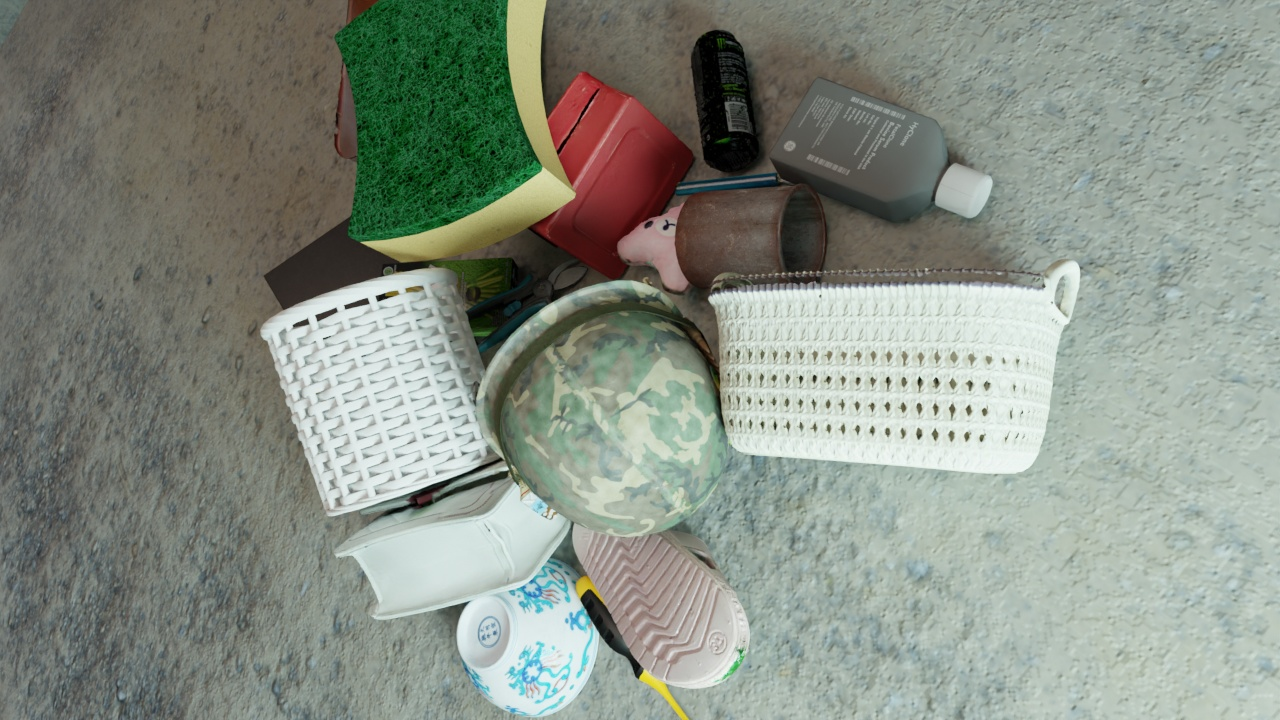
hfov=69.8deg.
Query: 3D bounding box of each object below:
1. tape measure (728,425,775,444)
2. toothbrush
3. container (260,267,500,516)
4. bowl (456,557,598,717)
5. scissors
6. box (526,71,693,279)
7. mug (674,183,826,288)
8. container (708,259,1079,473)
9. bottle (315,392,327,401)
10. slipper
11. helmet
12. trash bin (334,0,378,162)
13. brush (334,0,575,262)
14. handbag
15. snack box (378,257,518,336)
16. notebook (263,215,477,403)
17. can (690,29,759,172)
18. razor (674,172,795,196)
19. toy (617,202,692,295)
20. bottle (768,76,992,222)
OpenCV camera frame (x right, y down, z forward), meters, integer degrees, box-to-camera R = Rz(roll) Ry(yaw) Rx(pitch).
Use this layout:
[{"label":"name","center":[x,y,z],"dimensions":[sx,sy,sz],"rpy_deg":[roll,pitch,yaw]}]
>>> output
[{"label":"tape measure","center":[0.092,0.046,0.784],"dimensions":[0.066,0.036,0.058],"rpy_deg":[4,67,38]},{"label":"toothbrush","center":[0.004,0.258,0.776],"dimensions":[0.196,0.030,0.031],"rpy_deg":[46,133,31]},{"label":"container","center":[-0.240,0.029,0.882],"dimensions":[0.190,0.189,0.187],"rpy_deg":[-19,90,28]},{"label":"bowl","center":[-0.117,0.247,0.831],"dimensions":[0.144,0.074,0.143],"rpy_deg":[-12,68,31]},{"label":"scissors","center":[-0.125,-0.056,0.951],"dimensions":[0.130,0.019,0.150],"rpy_deg":[12,75,14]},{"label":"box","center":[-0.043,-0.175,0.889],"dimensions":[0.117,0.135,0.157],"rpy_deg":[37,96,23]},{"label":"mug","center":[0.097,-0.090,0.801],"dimensions":[0.110,0.096,0.123],"rpy_deg":[6,103,41]},{"label":"container","center":[0.173,0.004,0.659],"dimensions":[0.252,0.184,0.143],"rpy_deg":[1,86,32]},{"label":"bottle","center":[-0.344,-0.019,1.077],"dimensions":[0.071,0.071,0.163],"rpy_deg":[4,76,35]},{"label":"slipper","center":[0.019,0.188,0.769],"dimensions":[0.094,0.064,0.239],"rpy_deg":[-60,36,5]},{"label":"helmet","center":[-0.029,0.036,0.742],"dimensions":[0.192,0.224,0.236],"rpy_deg":[-40,58,1]},{"label":"trash bin","center":[-0.221,-0.330,1.047],"dimensions":[0.182,0.157,0.259],"rpy_deg":[-14,68,30]},{"label":"brush","center":[-0.176,-0.230,0.850],"dimensions":[0.195,0.075,0.250],"rpy_deg":[-16,71,21]},{"label":"handbag","center":[-0.171,0.155,0.864],"dimensions":[0.199,0.141,0.096],"rpy_deg":[-20,106,27]},{"label":"snack box","center":[-0.210,-0.067,0.995],"dimensions":[0.148,0.025,0.080],"rpy_deg":[-2,72,9]},{"label":"notebook","center":[-0.302,-0.059,1.034],"dimensions":[0.169,0.019,0.231],"rpy_deg":[-36,70,-4]},{"label":"can","center":[0.080,-0.248,0.878],"dimensions":[0.054,0.054,0.137],"rpy_deg":[-18,65,28]},{"label":"razor","center":[0.100,-0.167,0.853],"dimensions":[0.144,0.022,0.042],"rpy_deg":[-4,71,25]},{"label":"toy","center":[0.035,-0.115,0.867],"dimensions":[0.096,0.053,0.099],"rpy_deg":[-49,53,-4]},{"label":"bottle","center":[0.203,-0.166,0.763],"dimensions":[0.174,0.046,0.083],"rpy_deg":[30,88,29]}]
